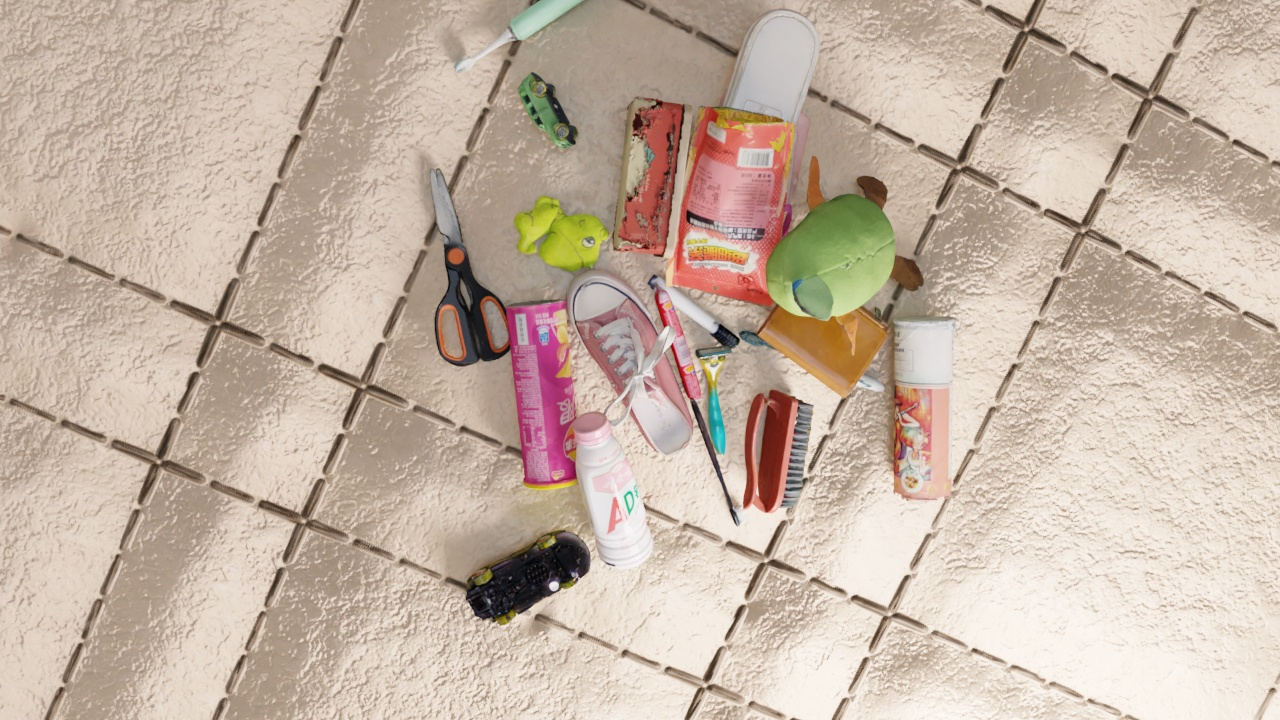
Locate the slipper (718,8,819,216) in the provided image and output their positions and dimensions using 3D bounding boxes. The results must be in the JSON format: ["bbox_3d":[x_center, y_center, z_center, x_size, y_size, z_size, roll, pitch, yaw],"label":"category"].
[{"bbox_3d":[0.133,-0.255,1.043,0.114,0.054,0.275,11,106,-2],"label":"slipper"}]

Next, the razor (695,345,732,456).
[{"bbox_3d":[0.090,0.049,1.092,0.043,0.028,0.132,-9,102,-15],"label":"razor"}]

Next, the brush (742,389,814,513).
[{"bbox_3d":[0.157,0.111,1.089,0.069,0.063,0.146,4,99,-17],"label":"brush"}]

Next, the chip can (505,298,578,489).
[{"bbox_3d":[-0.109,0.037,1.053,0.071,0.071,0.210,-6,97,-4],"label":"chip can"}]

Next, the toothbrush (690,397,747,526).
[{"bbox_3d":[0.092,0.122,1.092,0.018,0.015,0.181,-25,111,-7],"label":"toothbrush"}]

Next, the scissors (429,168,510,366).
[{"bbox_3d":[-0.195,-0.109,1.056,0.136,0.022,0.235,7,92,-14],"label":"scissors"}]

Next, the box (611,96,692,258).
[{"bbox_3d":[0.003,-0.202,1.021,0.079,0.091,0.168,6,96,-8],"label":"box"}]

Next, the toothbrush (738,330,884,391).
[{"bbox_3d":[0.207,0.002,1.101,0.191,0.018,0.016,21,95,-6],"label":"toothbrush"}]

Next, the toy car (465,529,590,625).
[{"bbox_3d":[-0.133,0.257,1.092,0.158,0.042,0.070,-27,99,0],"label":"toy car"}]

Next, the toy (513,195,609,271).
[{"bbox_3d":[-0.092,-0.142,1.052,0.096,0.031,0.100,-36,94,0],"label":"toy"}]

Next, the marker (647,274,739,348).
[{"bbox_3d":[0.062,-0.056,1.082,0.130,0.018,0.022,36,97,-9],"label":"marker"}]

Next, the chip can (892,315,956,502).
[{"bbox_3d":[0.337,0.056,1.093,0.071,0.071,0.215,-3,98,-5],"label":"chip can"}]

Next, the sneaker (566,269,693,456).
[{"bbox_3d":[-0.006,0.006,1.048,0.118,0.088,0.241,-28,100,-1],"label":"sneaker"}]

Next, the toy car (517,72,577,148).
[{"bbox_3d":[-0.103,-0.277,1.026,0.036,0.043,0.091,-31,91,15],"label":"toy car"}]

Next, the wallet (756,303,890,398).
[{"bbox_3d":[0.222,-0.041,1.083,0.130,0.035,0.119,36,80,-4],"label":"wallet"}]

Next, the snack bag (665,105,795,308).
[{"bbox_3d":[0.100,-0.167,1.009,0.129,0.073,0.208,13,115,15],"label":"snack bag"}]

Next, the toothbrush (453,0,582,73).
[{"bbox_3d":[-0.113,-0.384,1.021,0.224,0.027,0.026,-34,127,0],"label":"toothbrush"}]

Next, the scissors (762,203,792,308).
[{"bbox_3d":[0.166,-0.121,1.068,0.125,0.017,0.134,-11,127,-35],"label":"scissors"}]

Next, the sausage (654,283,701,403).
[{"bbox_3d":[0.045,-0.018,1.077,0.020,0.020,0.156,-20,106,-2],"label":"sausage"}]

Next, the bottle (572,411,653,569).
[{"bbox_3d":[-0.036,0.147,1.040,0.068,0.068,0.197,-16,122,-3],"label":"bottle"}]

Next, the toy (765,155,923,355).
[{"bbox_3d":[0.222,-0.117,1.022,0.246,0.090,0.227,-26,101,-41],"label":"toy"}]
